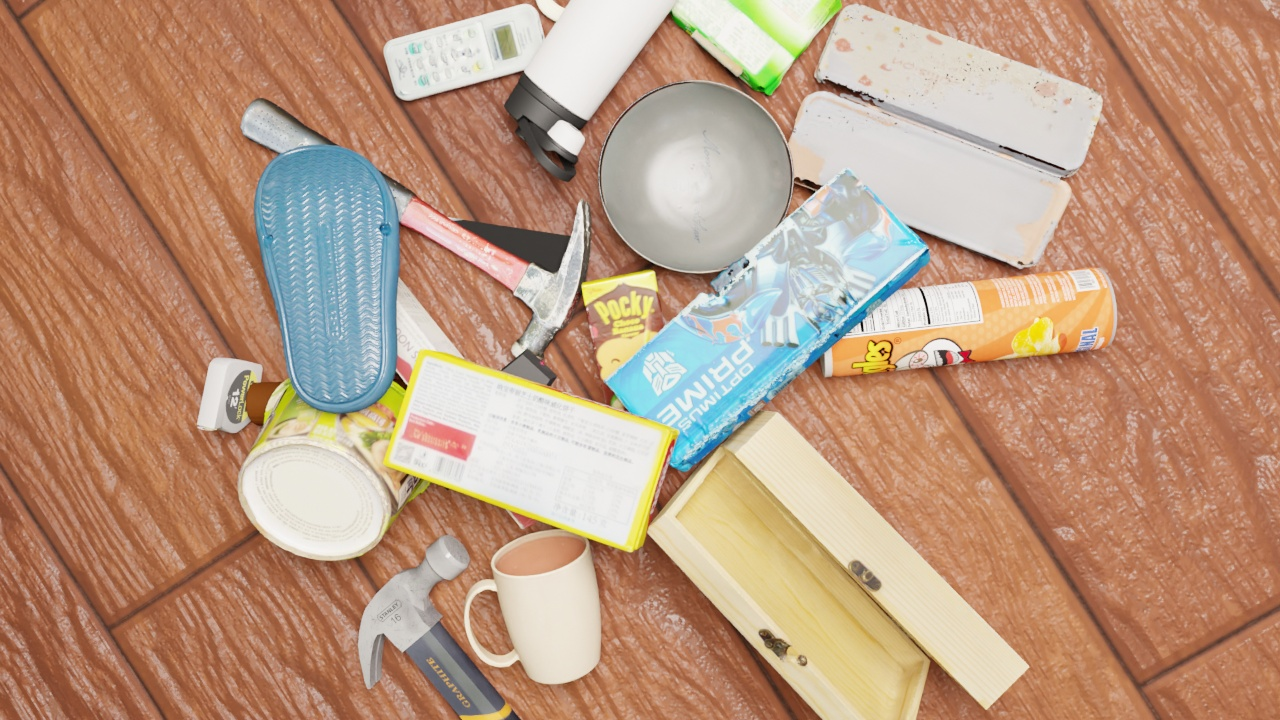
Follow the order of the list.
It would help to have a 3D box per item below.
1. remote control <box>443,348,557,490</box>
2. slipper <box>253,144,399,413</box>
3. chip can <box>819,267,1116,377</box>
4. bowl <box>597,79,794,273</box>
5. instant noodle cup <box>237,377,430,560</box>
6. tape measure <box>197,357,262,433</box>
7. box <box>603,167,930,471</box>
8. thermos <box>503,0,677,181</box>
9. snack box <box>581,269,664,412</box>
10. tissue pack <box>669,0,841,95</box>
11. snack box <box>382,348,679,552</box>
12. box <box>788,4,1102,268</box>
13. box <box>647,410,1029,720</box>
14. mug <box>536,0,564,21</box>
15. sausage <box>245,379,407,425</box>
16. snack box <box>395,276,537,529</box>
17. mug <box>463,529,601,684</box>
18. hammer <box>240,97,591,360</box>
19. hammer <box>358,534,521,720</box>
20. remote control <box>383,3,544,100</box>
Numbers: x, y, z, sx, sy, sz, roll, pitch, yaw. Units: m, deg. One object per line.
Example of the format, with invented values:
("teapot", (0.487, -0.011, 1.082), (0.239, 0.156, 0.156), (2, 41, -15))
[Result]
("remote control", (-0.118, 0.047, 0.709), (0.039, 0.010, 0.125), (43, 94, 3))
("slipper", (-0.227, -0.064, 0.693), (0.104, 0.059, 0.213), (-11, 79, -4))
("chip can", (0.245, -0.029, 0.708), (0.210, 0.062, 0.062), (-6, 92, 7))
("bowl", (0.044, -0.142, 0.729), (0.151, 0.056, 0.151), (0, 94, 7))
("instant noodle cup", (-0.245, 0.085, 0.733), (0.146, 0.097, 0.146), (3, 119, 5))
("tape measure", (-0.349, 0.030, 0.783), (0.017, 0.065, 0.064), (13, 92, 6))
("box", (0.089, -0.030, 0.677), (0.243, 0.066, 0.091), (-42, 63, 7))
("thermos", (-0.016, -0.255, 0.704), (0.230, 0.068, 0.101), (-51, 47, 15))
("snack box", (-0.004, 0.004, 0.748), (0.061, 0.025, 0.149), (-11, 99, 1))
("tissue pack", (0.088, -0.280, 0.728), (0.114, 0.034, 0.099), (42, 98, 4))
("snack box", (-0.080, 0.063, 0.669), (0.201, 0.042, 0.092), (17, 89, 13))
("box", (0.232, -0.175, 0.715), (0.216, 0.063, 0.157), (23, 85, 5))
("box", (0.144, 0.161, 0.700), (0.148, 0.140, 0.248), (-44, 87, 11))
("mug", (-0.060, -0.331, 0.731), (0.097, 0.081, 0.122), (-11, 113, 0))
("sausage", (-0.261, 0.036, 0.787), (0.156, 0.040, 0.040), (-1, 93, 7))
("snack box", (-0.162, 0.018, 0.756), (0.044, 0.076, 0.273), (-40, 89, 3))
("mug", (-0.087, 0.206, 0.748), (0.111, 0.085, 0.104), (-13, 103, -10))
("hammer", (-0.189, -0.135, 0.771), (0.326, 0.036, 0.140), (31, 98, 5))
("hammer", (-0.118, 0.311, 0.788), (0.139, 0.035, 0.312), (-41, 88, 9))
("remote control", (-0.144, -0.255, 0.761), (0.133, 0.022, 0.050), (-12, 103, 7))
